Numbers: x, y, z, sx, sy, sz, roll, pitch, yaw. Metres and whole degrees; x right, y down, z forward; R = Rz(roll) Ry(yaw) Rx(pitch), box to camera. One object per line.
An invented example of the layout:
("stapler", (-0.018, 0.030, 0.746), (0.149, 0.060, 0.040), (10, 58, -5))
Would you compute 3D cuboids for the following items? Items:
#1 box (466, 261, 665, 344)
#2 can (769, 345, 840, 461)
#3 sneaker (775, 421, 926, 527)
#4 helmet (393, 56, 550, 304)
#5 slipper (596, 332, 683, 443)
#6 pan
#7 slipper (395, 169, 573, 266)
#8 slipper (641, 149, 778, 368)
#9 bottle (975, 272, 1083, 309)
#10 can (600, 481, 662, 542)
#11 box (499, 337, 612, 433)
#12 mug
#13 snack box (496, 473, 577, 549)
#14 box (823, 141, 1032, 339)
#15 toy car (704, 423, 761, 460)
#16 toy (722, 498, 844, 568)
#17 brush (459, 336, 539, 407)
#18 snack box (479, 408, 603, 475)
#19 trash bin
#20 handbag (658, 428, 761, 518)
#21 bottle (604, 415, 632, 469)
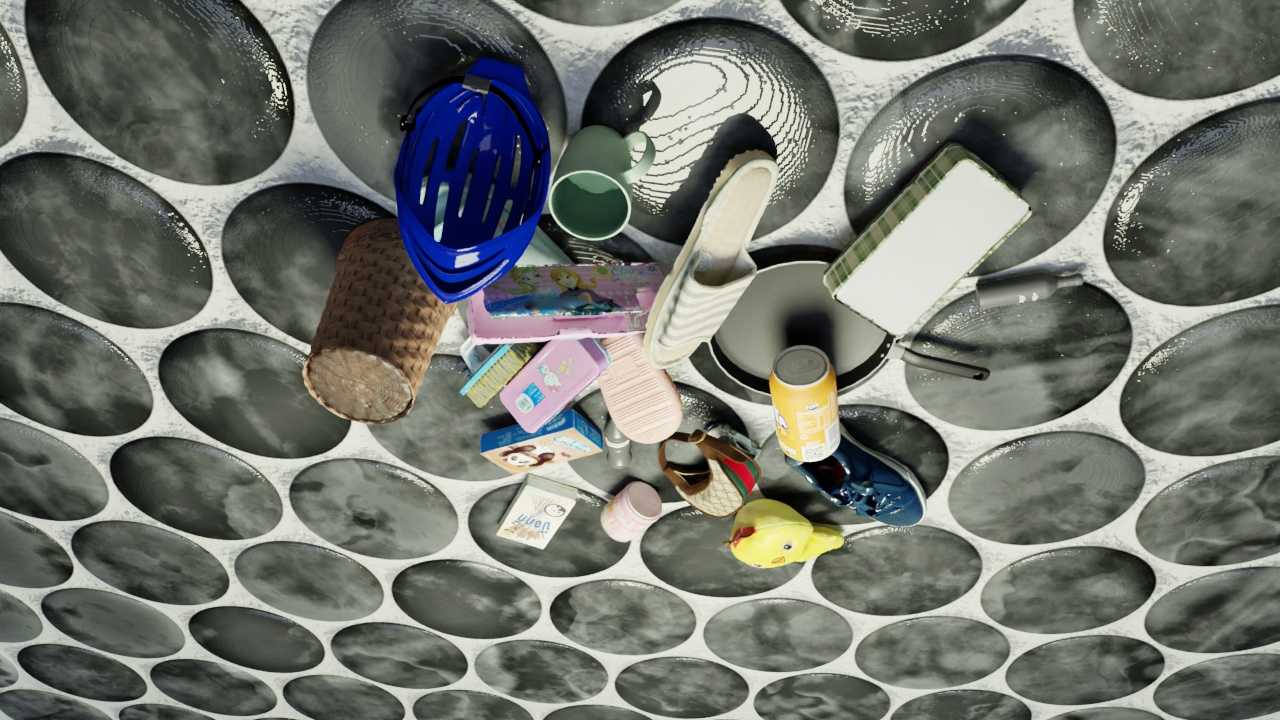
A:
("box", (-0.072, -0.069, 1.012), (0.230, 0.084, 0.077), (-4, 174, -25))
("can", (0.203, 0.054, 1.132), (0.079, 0.079, 0.143), (-6, 135, 11))
("sneaker", (0.301, 0.178, 1.263), (0.294, 0.127, 0.121), (35, 129, -29))
("helmet", (-0.162, -0.176, 0.872), (0.148, 0.241, 0.228), (14, 178, -6))
("slipper", (-0.007, 0.007, 1.159), (0.093, 0.081, 0.197), (-20, 106, 22))
("pan", (0.259, -0.026, 1.124), (0.356, 0.034, 0.226), (12, 135, -6))
("slipper", (-0.164, -0.123, 1.042), (0.104, 0.074, 0.245), (-33, 125, 31))
("slipper", (0.081, -0.100, 1.004), (0.114, 0.054, 0.273), (-12, 135, -49))
("bottle", (0.446, -0.083, 1.051), (0.113, 0.030, 0.030), (-10, 133, 15))
("can", (-0.014, 0.227, 1.381), (0.067, 0.067, 0.076), (27, 132, -20))
("box", (-0.109, 0.022, 1.165), (0.076, 0.036, 0.215), (50, 139, 1))
("mug", (-0.034, -0.193, 0.936), (0.111, 0.103, 0.084), (-22, 129, 26))
("snack box", (-0.163, 0.239, 1.435), (0.082, 0.026, 0.150), (20, 133, -15))
("box", (0.305, -0.124, 0.988), (0.117, 0.050, 0.206), (27, 121, -23))
("toy car", (0.129, 0.119, 1.286), (0.089, 0.027, 0.039), (30, 132, -23))
("toy", (0.217, 0.266, 1.387), (0.207, 0.092, 0.134), (22, 139, -29))
("brush", (-0.199, 0.001, 1.185), (0.075, 0.055, 0.136), (45, 126, -5))
("snack box", (-0.139, 0.116, 1.291), (0.151, 0.034, 0.087), (-17, 147, 20))
("trash bin", (-0.293, -0.040, 1.041), (0.151, 0.209, 0.151), (3, 135, 3))
("handbag", (0.090, 0.153, 1.282), (0.138, 0.063, 0.167), (35, 152, -1))
("bottle", (-0.032, 0.107, 1.284), (0.036, 0.036, 0.110), (1, 135, 4))
